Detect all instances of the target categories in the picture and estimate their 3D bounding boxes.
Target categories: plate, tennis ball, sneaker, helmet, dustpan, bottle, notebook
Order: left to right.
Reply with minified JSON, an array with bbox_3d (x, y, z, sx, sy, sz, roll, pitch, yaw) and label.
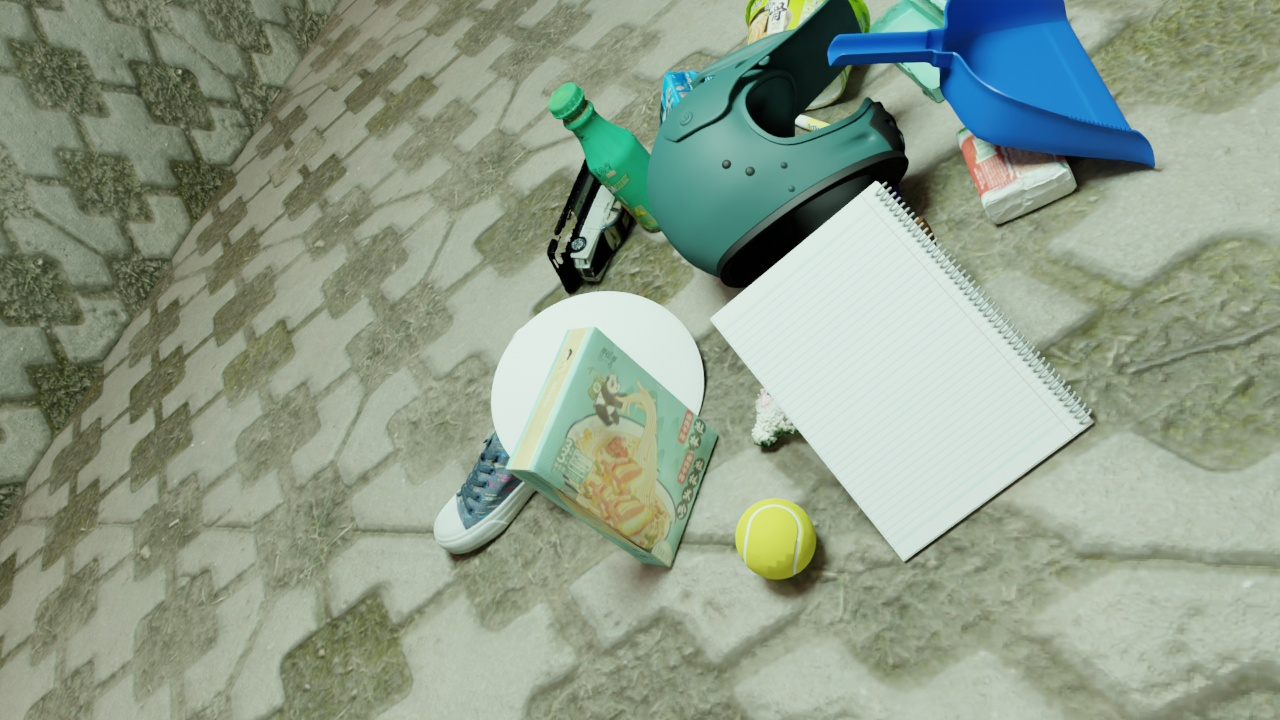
[{"bbox_3d":[-0.153,0.116,1.020,0.235,0.079,0.087,-43,38,6],"label":"sneaker"},{"bbox_3d":[-0.050,0.022,0.954,0.229,0.030,0.229,-5,65,10],"label":"plate"},{"bbox_3d":[-0.030,-0.245,1.107,0.068,0.209,0.068,-25,43,26],"label":"bottle"},{"bbox_3d":[0.128,-0.217,0.924,0.275,0.176,0.200,-35,70,22],"label":"helmet"},{"bbox_3d":[0.111,0.146,0.752,0.065,0.065,0.065,-25,43,26],"label":"tennis ball"},{"bbox_3d":[0.198,0.004,0.719,0.178,0.013,0.245,-40,76,10],"label":"notebook"},{"bbox_3d":[0.298,-0.263,0.826,0.258,0.060,0.245,-2,49,2],"label":"dustpan"}]

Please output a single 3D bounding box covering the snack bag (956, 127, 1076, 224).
[{"bbox_3d":[0.342,-0.184,0.841,0.077,0.036,0.115,-25,43,25],"label":"snack bag"}]

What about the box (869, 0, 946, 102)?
[{"bbox_3d":[0.297,-0.373,1.001,0.077,0.093,0.188,-35,40,14],"label":"box"}]

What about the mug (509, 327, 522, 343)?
[{"bbox_3d":[-0.103,0.003,1.078,0.112,0.086,0.089,-2,45,-1],"label":"mug"}]

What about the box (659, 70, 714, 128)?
[{"bbox_3d":[0.101,-0.270,1.146,0.115,0.094,0.243,-3,43,-10],"label":"box"}]

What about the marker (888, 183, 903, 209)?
[{"bbox_3d":[0.254,-0.197,0.949,0.015,0.018,0.133,-42,33,40],"label":"marker"}]

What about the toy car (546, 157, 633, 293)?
[{"bbox_3d":[-0.050,-0.185,1.191,0.071,0.094,0.191,8,61,23],"label":"toy car"}]

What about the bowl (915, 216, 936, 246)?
[{"bbox_3d":[0.211,-0.052,0.810,0.147,0.069,0.147,-41,-2,-2],"label":"bowl"}]

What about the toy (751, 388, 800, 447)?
[{"bbox_3d":[0.146,0.027,0.846,0.096,0.041,0.108,-14,43,37],"label":"toy"}]

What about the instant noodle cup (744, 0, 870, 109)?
[{"bbox_3d":[0.187,-0.364,1.068,0.146,0.146,0.097,-1,69,43],"label":"instant noodle cup"}]

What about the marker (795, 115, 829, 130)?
[{"bbox_3d":[0.211,-0.267,1.055,0.014,0.014,0.132,-48,38,0],"label":"marker"}]

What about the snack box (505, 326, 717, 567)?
[{"bbox_3d":[-0.019,0.081,0.827,0.044,0.193,0.141,-4,55,45],"label":"snack box"}]
